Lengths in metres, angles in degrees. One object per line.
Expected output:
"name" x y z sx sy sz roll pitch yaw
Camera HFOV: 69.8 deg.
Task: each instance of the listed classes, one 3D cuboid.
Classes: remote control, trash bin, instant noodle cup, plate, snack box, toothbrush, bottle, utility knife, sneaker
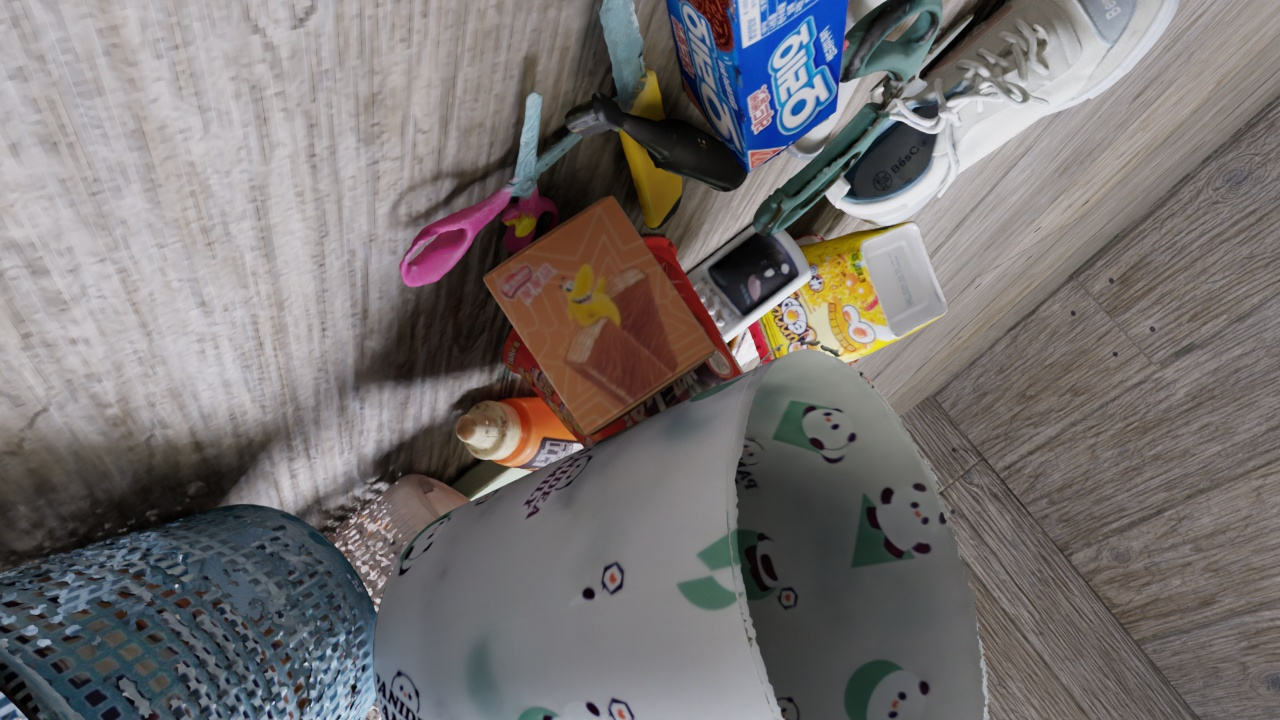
"remote control" 0.052 -0.041 0.672 0.150 0.058 0.021 -38 163 6
"trash bin" 0.012 0.138 0.478 0.253 0.229 0.229 -23 174 34
"instant noodle cup" 0.158 -0.048 0.713 0.115 0.116 0.124 -23 -176 -37
"plate" -0.115 0.119 0.842 0.230 0.027 0.230 -33 164 -11
"snack box" 0.106 -0.034 0.859 0.075 0.026 0.154 -32 164 -14
"trash bin" -0.175 0.198 0.659 0.192 0.227 0.227 -49 164 -2
"toothbrush" 0.118 -0.181 0.468 0.026 0.026 0.221 -5 155 -13
"toothbrush" 0.015 -0.098 0.421 0.027 0.026 0.212 -15 -179 20
"snack box" 0.044 -0.147 0.354 0.057 0.058 0.207 -36 164 0
"bottle" -0.081 0.054 0.673 0.067 0.066 0.149 -41 156 18
"utility knife" 0.001 -0.112 0.431 0.033 0.015 0.231 -57 168 -7
"trash bin" -0.241 0.173 0.446 0.227 0.226 0.194 -43 176 24
"instant noodle cup" -0.004 0.003 0.594 0.137 0.108 0.138 -33 163 -11
"snack box" -0.022 -0.019 0.486 0.077 0.094 0.093 -34 177 -4
"sneaker" 0.217 -0.177 0.592 0.243 0.089 0.090 -38 161 32

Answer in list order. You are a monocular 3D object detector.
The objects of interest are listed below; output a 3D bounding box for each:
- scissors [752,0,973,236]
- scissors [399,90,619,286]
"scissors" 0.115 -0.135 0.504 0.175 0.019 0.169 -45 165 17
"scissors" -0.058 -0.075 0.415 0.136 0.017 0.134 -38 169 -22
